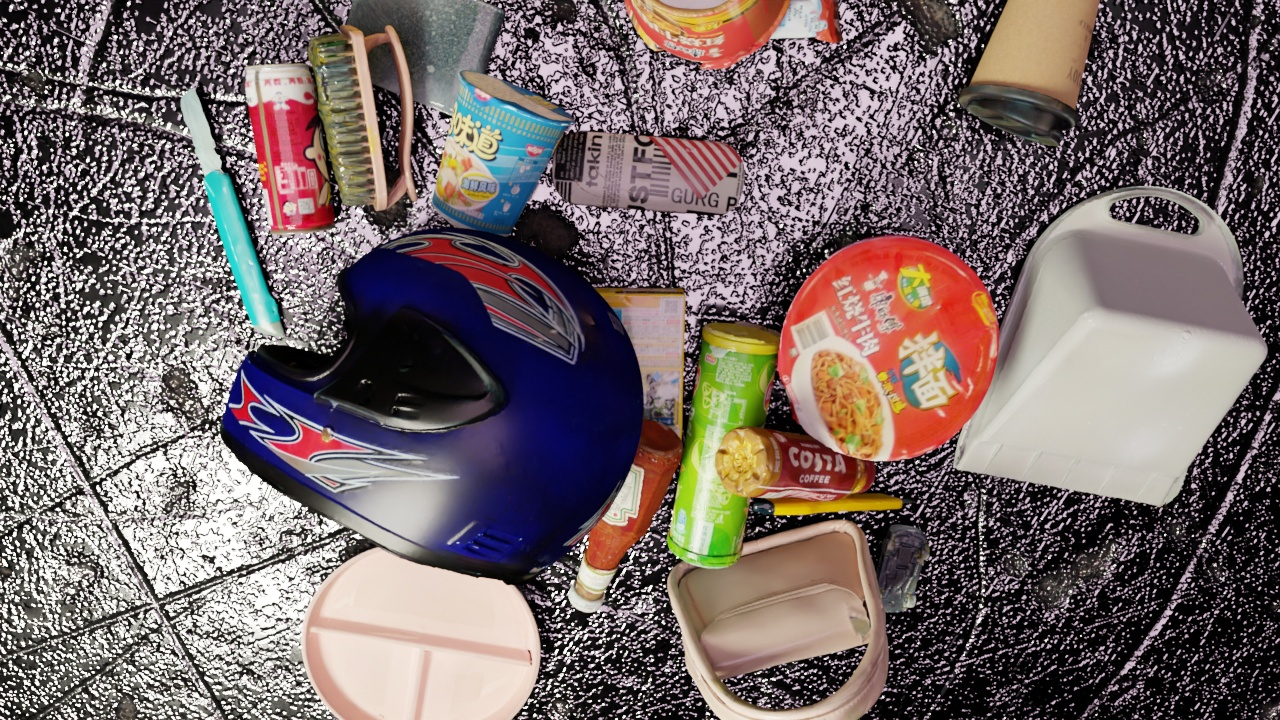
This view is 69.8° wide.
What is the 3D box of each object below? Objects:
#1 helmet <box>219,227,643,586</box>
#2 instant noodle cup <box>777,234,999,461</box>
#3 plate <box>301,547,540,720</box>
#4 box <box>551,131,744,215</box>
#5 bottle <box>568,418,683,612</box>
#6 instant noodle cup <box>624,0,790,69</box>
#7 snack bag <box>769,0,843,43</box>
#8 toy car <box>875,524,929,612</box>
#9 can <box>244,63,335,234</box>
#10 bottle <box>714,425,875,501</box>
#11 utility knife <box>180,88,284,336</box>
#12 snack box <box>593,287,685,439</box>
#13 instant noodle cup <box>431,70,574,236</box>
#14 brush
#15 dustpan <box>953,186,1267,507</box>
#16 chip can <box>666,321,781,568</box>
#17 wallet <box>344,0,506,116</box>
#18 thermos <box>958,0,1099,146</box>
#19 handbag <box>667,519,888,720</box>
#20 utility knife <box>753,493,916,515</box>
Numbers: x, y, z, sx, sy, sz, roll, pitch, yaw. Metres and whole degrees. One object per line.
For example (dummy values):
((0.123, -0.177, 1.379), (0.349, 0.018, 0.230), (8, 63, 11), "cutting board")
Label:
((-0.149, 0.014, 0.723), (0.315, 0.247, 0.240), (23, 88, 13), "helmet")
((0.206, -0.013, 0.799), (0.193, 0.066, 0.194), (-1, 100, -7), "instant noodle cup")
((-0.212, 0.277, 0.896), (0.229, 0.028, 0.230), (0, 106, 0), "plate")
((0.007, -0.157, 0.771), (0.164, 0.051, 0.068), (1, 86, -2), "box")
((-0.020, 0.148, 0.836), (0.060, 0.059, 0.206), (18, 119, -7), "bottle")
((0.047, -0.301, 0.685), (0.138, 0.108, 0.138), (1, 96, 9), "instant noodle cup")
((0.114, -0.279, 0.749), (0.104, 0.026, 0.048), (-6, 96, 2), "snack bag")
((0.247, 0.200, 0.884), (0.043, 0.034, 0.091), (6, 107, -6), "toy car")
((-0.287, -0.173, 0.754), (0.053, 0.053, 0.133), (-4, 106, -1), "can")
((0.141, 0.093, 0.798), (0.174, 0.057, 0.057), (11, 109, -43), "bottle")
((-0.350, -0.121, 0.787), (0.029, 0.013, 0.218), (-11, 108, 3), "utility knife")
((-0.005, 0.005, 0.823), (0.087, 0.033, 0.140), (0, 104, -2), "snack box")
((-0.120, -0.164, 0.746), (0.099, 0.099, 0.110), (23, 112, -8), "instant noodle cup")
((-0.219, -0.192, 0.742), (0.073, 0.063, 0.146), (-15, 118, -22), "brush")
((0.432, -0.015, 0.842), (0.222, 0.142, 0.258), (11, 134, -5), "dustpan")
((0.074, 0.078, 0.825), (0.072, 0.072, 0.221), (8, 105, -4), "chip can")
((-0.182, -0.263, 0.751), (0.121, 0.019, 0.097), (21, 105, -6), "wallet")
((0.319, -0.250, 0.736), (0.093, 0.093, 0.143), (17, 97, -6), "thermos")
((0.126, 0.238, 0.786), (0.193, 0.234, 0.093), (-18, 103, 3), "handbag")
((0.180, 0.134, 0.848), (0.171, 0.033, 0.015), (1, 99, -18), "utility knife")
